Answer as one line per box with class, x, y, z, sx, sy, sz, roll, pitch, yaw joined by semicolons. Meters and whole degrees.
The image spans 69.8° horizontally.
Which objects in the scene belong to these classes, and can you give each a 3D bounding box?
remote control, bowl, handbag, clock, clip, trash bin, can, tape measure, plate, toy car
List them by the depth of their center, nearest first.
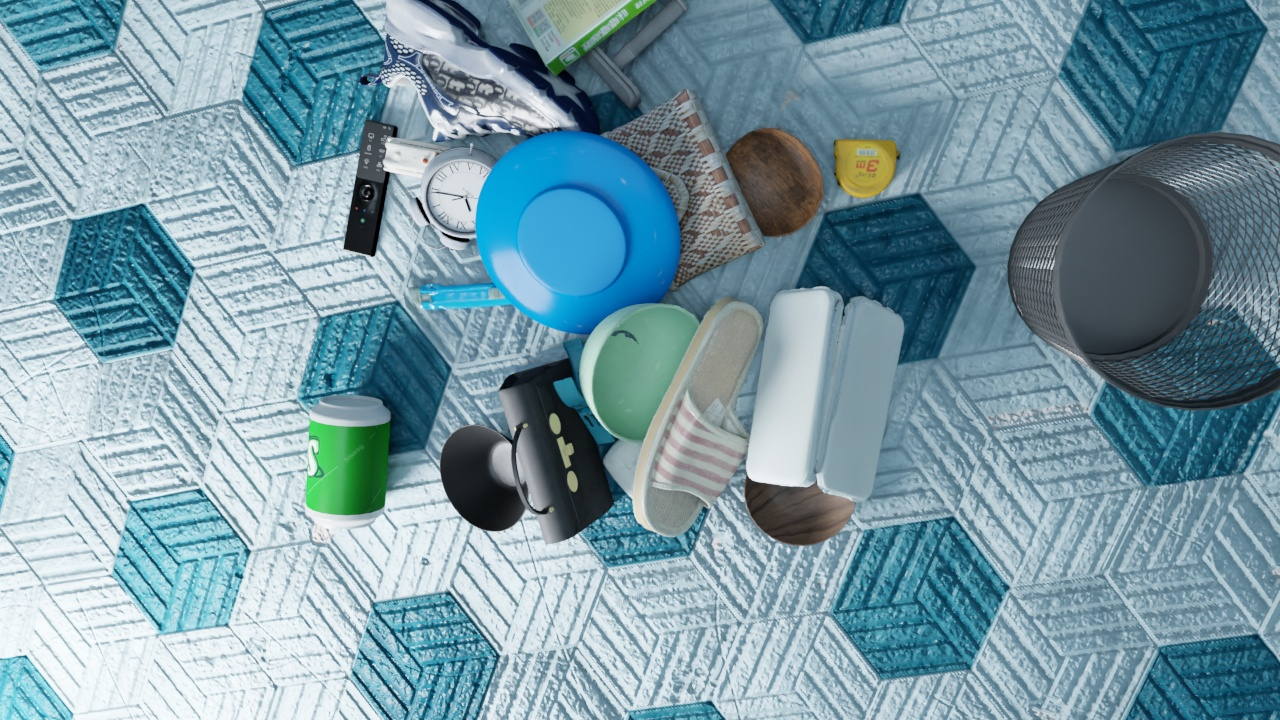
trash bin;0.459;-0.081;0.831;0.218;0.227;0.218;1;97;8
tape measure;0.234;-0.198;0.950;0.068;0.030;0.059;3;98;10
handbag;-0.102;0.101;0.953;0.072;0.195;0.176;-16;95;10
plate;-0.070;-0.126;0.963;0.224;0.024;0.225;5;117;11
bowl;0.140;-0.187;0.964;0.102;0.026;0.114;-39;87;25
handbag;0.039;-0.176;0.965;0.124;0.046;0.186;-24;95;22
bowl;-0.006;0.006;0.972;0.150;0.077;0.151;-12;112;-32
clock;-0.198;-0.172;0.995;0.094;0.035;0.123;39;104;-25
bowl;0.173;0.140;1.001;0.119;0.032;0.119;1;97;8
toy car;-0.227;-0.218;1.008;0.113;0.039;0.039;11;99;4
clip;-0.064;0.025;1.009;0.033;0.122;0.120;-19;62;12
remote control;0.012;0.133;1.026;0.114;0.028;0.060;43;99;1
bowl;-0.161;0.125;1.031;0.124;0.052;0.124;8;106;28
remote control;-0.306;-0.194;1.038;0.034;0.013;0.150;14;99;6
can;-0.333;0.114;1.044;0.088;0.087;0.140;7;98;7

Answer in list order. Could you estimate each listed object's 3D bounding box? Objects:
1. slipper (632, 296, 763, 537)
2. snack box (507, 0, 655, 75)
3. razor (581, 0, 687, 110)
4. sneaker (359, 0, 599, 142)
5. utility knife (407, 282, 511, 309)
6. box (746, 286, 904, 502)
slipper;0.073;0.063;0.964;0.052;0.115;0.263;20;90;50
snack box;-0.052;-0.391;0.943;0.168;0.027;0.132;-33;65;11
razor;0.002;-0.336;0.963;0.116;0.047;0.088;-43;90;3
sneaker;-0.173;-0.280;0.978;0.269;0.103;0.133;33;115;3
utility knife;-0.156;-0.078;1.032;0.220;0.015;0.031;-4;101;7
box;0.187;0.037;0.963;0.129;0.105;0.210;21;79;-34
